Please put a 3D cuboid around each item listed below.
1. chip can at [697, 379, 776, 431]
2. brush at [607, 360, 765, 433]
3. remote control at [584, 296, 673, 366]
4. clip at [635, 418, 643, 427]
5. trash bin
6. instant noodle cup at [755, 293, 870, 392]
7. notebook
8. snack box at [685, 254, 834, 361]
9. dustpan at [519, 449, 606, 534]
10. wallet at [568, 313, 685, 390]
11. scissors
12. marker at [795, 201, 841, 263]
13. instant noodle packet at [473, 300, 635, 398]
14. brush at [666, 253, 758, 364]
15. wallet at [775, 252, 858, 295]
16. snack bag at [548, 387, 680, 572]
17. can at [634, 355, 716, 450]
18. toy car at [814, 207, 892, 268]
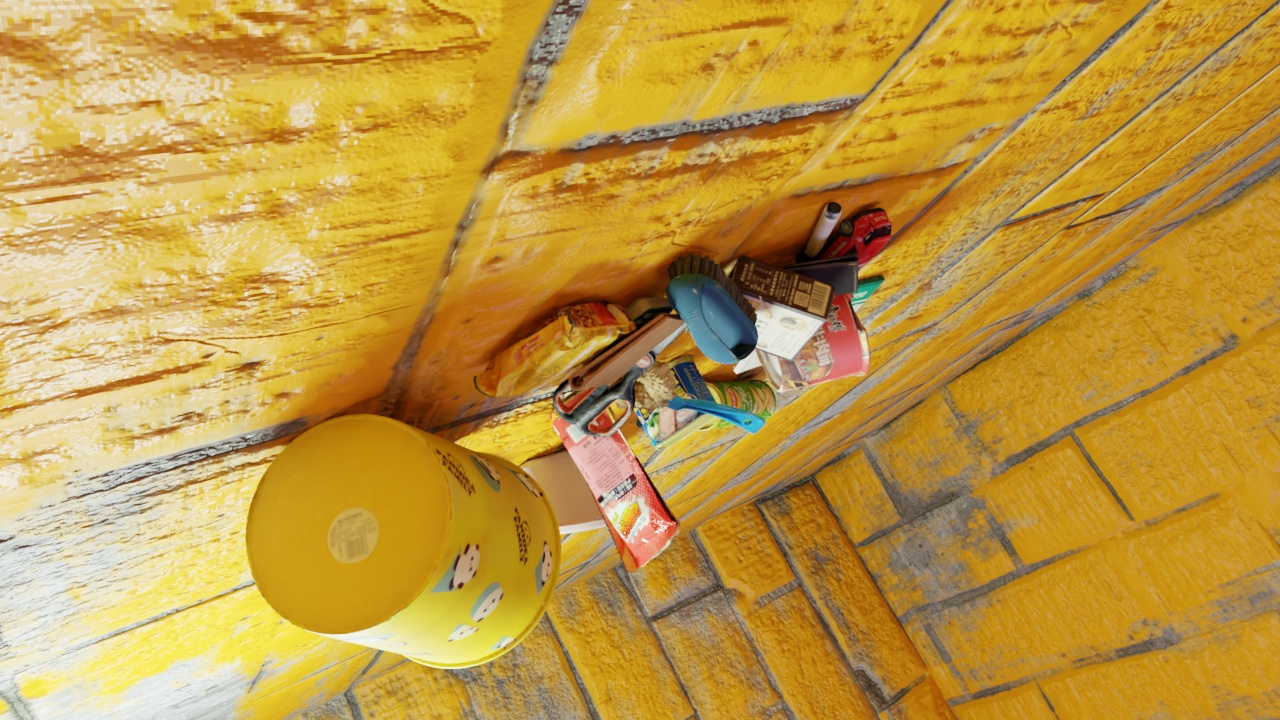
[{"bbox_3d":[0.138,0.066,1.398,0.073,0.072,0.221,-36,163,24],"label":"chip can"},{"bbox_3d":[0.056,0.047,1.088,0.254,0.045,0.083,20,123,-38],"label":"brush"},{"bbox_3d":[-0.023,-0.025,0.922,0.125,0.024,0.049,-39,161,32],"label":"remote control"},{"bbox_3d":[0.019,0.082,1.352,0.057,0.014,0.046,-34,162,21],"label":"clip"},{"bbox_3d":[-0.216,0.169,0.866,0.229,0.229,0.255,-29,159,0],"label":"trash bin"},{"bbox_3d":[0.200,-0.029,1.113,0.108,0.138,0.138,-20,164,-4],"label":"instant noodle cup"},{"bbox_3d":[0.235,-0.052,1.274,0.208,0.012,0.151,-16,152,-40],"label":"notebook"},{"bbox_3d":[0.123,-0.053,0.965,0.113,0.125,0.053,114,-4,-66],"label":"snack box"},{"bbox_3d":[-0.118,0.221,1.325,0.222,0.138,0.274,-14,158,-44],"label":"dustpan"},{"bbox_3d":[-0.009,-0.010,0.890,0.115,0.020,0.101,-37,174,11],"label":"wallet"},{"bbox_3d":[-0.018,-0.003,0.970,0.021,0.125,0.235,-75,-172,-54],"label":"scissors"},{"bbox_3d":[0.187,-0.130,0.969,0.022,0.018,0.131,-17,163,-8],"label":"marker"},{"bbox_3d":[-0.078,-0.009,0.844,0.129,0.044,0.110,-35,165,29],"label":"instant noodle packet"},{"bbox_3d":[0.070,-0.039,0.878,0.055,0.073,0.144,-13,149,26],"label":"brush"},{"bbox_3d":[0.175,-0.088,0.998,0.122,0.020,0.096,-6,163,11],"label":"wallet"},{"bbox_3d":[-0.030,0.136,1.077,0.073,0.207,0.129,-19,160,-37],"label":"snack bag"},{"bbox_3d":[0.043,0.055,1.180,0.102,0.083,0.057,-37,163,27],"label":"can"},{"bbox_3d":[0.230,-0.122,1.022,0.052,0.045,0.121,-16,162,-34],"label":"toy car"}]
